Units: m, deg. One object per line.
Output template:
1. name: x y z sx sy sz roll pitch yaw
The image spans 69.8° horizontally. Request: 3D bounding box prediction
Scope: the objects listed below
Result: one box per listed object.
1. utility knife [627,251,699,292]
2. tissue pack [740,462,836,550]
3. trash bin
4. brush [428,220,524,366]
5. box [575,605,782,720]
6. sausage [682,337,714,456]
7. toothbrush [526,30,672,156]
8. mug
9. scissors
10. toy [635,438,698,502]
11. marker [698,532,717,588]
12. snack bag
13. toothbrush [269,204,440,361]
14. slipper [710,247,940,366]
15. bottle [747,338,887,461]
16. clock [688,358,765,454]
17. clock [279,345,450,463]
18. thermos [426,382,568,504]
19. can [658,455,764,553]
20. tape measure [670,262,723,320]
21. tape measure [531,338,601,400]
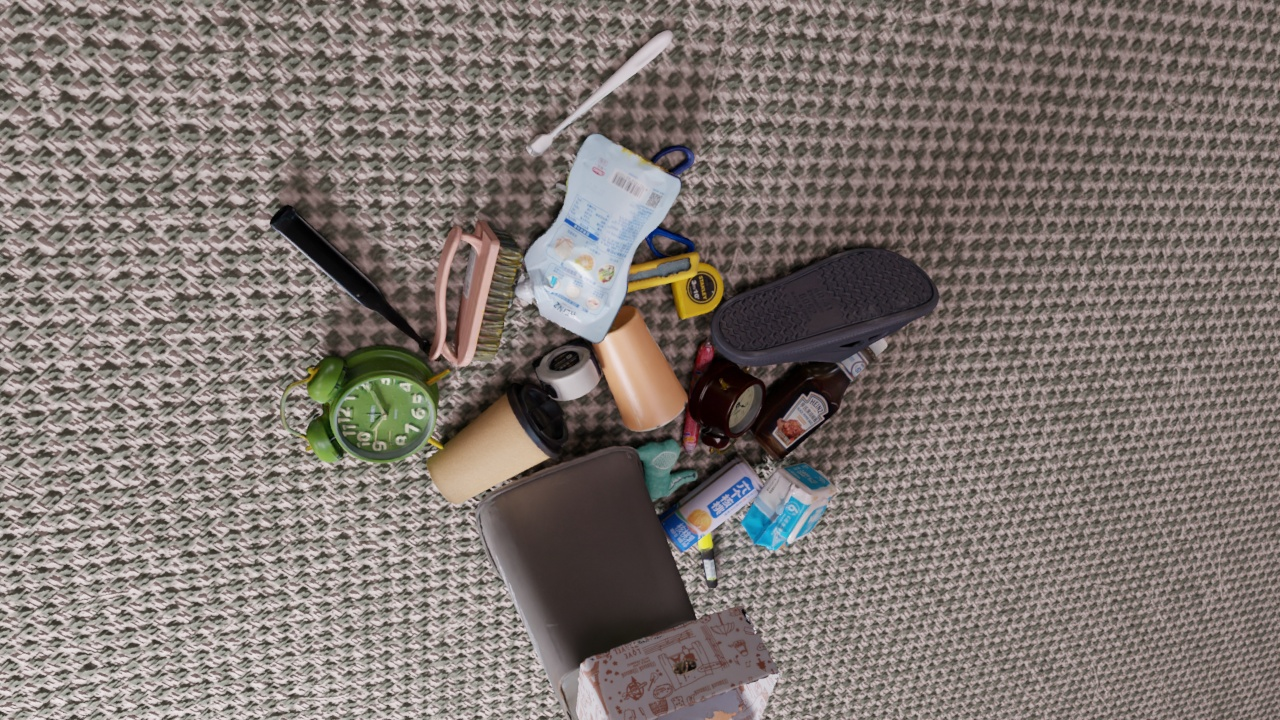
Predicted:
1. utility knife: -0.010 -0.089 0.965 0.154 0.015 0.033 -14 89 -7
2. tissue pack: 0.186 0.181 1.135 0.090 0.063 0.139 -59 156 13
3. trash bin: -0.049 0.248 0.991 0.198 0.219 0.199 -19 140 -11
4. brush: -0.167 -0.061 0.905 0.073 0.063 0.146 5 115 -28
5. box: 0.033 0.376 0.917 0.177 0.106 0.272 -13 126 -18
6. sausage: 0.066 0.044 1.074 0.020 0.020 0.156 -1 116 -21
7. toothbrush: -0.039 -0.258 0.883 0.180 0.016 0.016 -40 125 0
8. mug: -0.006 0.006 0.996 0.078 0.078 0.123 -28 118 -6
9. scissors: -0.005 -0.156 0.948 0.176 0.012 0.162 30 103 -29
10. toy: 0.027 0.132 1.100 0.096 0.030 0.092 -11 124 -24
11. marker: 0.086 0.252 1.192 0.018 0.015 0.124 -18 124 -11
12. snack bag: -0.046 -0.120 0.919 0.110 0.039 0.191 25 105 -17
13. toothbrush: -0.266 -0.066 0.884 0.026 0.027 0.212 -45 124 -5
14. slipper: 0.204 -0.050 1.044 0.268 0.110 0.083 -17 151 -12
15. bottle: 0.215 0.035 1.113 0.195 0.044 0.080 -42 126 2
16. clock: 0.100 0.055 1.057 0.081 0.055 0.122 -32 137 -37
17. clock: -0.276 0.047 0.922 0.161 0.056 0.116 0 115 -20
18. thermos: -0.152 0.090 0.978 0.143 0.093 0.093 -34 123 8
19. can: 0.087 0.176 1.129 0.134 0.053 0.053 -38 123 0
20. tape measure: 0.060 -0.079 1.000 0.057 0.029 0.060 -15 101 -14
21. tape measure: -0.076 0.012 0.974 0.065 0.066 0.033 -27 123 -7
